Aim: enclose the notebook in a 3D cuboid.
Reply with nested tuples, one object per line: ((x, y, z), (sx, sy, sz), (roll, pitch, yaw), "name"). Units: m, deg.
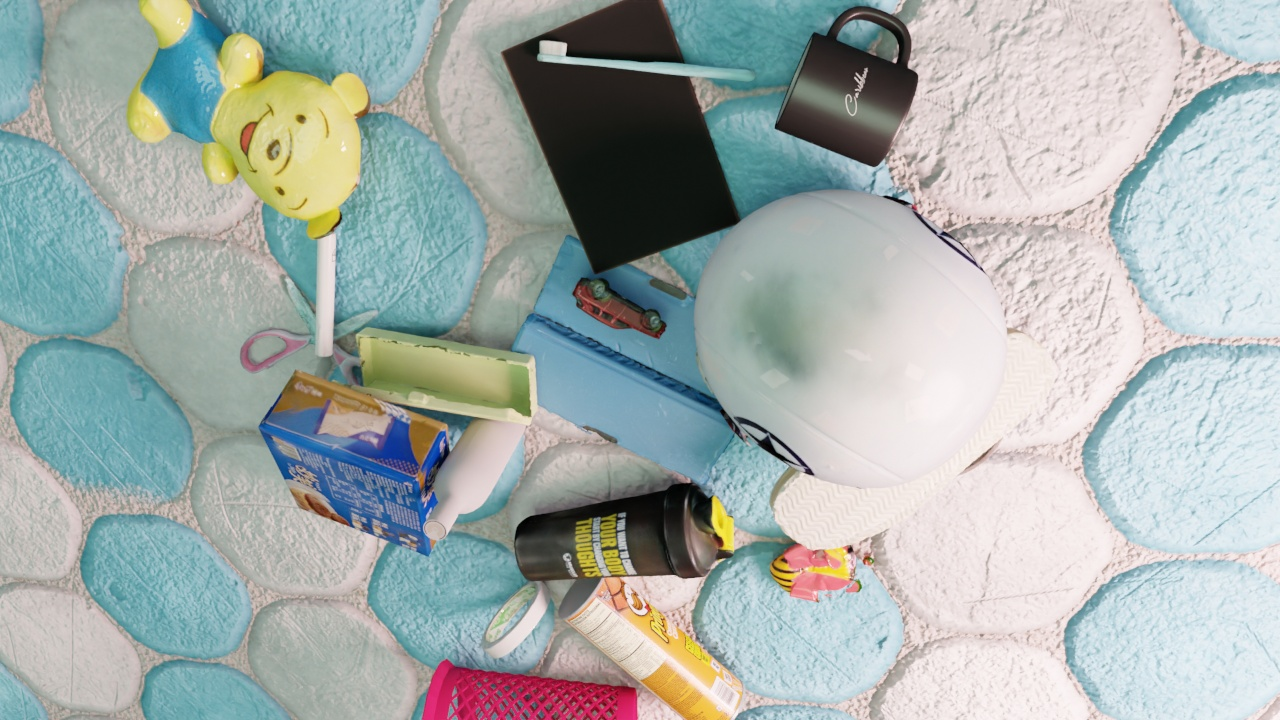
((-0.014, -0.192, 0.795), (0.141, 0.008, 0.209), (-18, 111, 12), "notebook")

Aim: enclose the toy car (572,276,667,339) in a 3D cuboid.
((-0.018, -0.047, 0.832), (0.091, 0.042, 0.036), (25, 96, -1), "toy car")

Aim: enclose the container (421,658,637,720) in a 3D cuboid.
((-0.118, 0.439, 1.047), (0.226, 0.183, 0.183), (0, 116, 2), "container")

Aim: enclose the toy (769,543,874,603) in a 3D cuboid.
((0.182, 0.213, 0.945), (0.104, 0.046, 0.084), (-28, 121, 26), "toy")

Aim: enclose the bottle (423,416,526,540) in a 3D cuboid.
((-0.159, 0.103, 0.867), (0.052, 0.194, 0.052), (4, 116, 8), "bottle")

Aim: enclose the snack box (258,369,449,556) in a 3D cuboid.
((-0.271, 0.108, 0.908), (0.155, 0.069, 0.203), (19, 149, 2), "snack box")

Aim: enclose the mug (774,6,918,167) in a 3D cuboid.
((0.168, -0.221, 0.723), (0.088, 0.078, 0.113), (21, 92, 0), "mug")

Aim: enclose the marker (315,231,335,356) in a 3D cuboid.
((-0.311, -0.067, 0.905), (0.017, 0.020, 0.134), (7, 111, -4), "marker")

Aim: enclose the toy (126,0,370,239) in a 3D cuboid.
((-0.339, -0.216, 0.811), (0.214, 0.083, 0.149), (28, 119, -6), "toy")

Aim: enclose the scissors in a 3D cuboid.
((-0.332, -0.006, 0.951), (0.171, 0.013, 0.172), (-24, 107, 16), "scissors")

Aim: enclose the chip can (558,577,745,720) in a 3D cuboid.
((0.014, 0.318, 1.007), (0.215, 0.075, 0.075), (43, 115, -11), "chip can")

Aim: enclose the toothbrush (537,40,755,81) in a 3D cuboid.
((0.005, -0.245, 0.755), (0.180, 0.016, 0.016), (8, 105, 2), "toothbrush")

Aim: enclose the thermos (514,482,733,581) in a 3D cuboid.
((-0.016, 0.182, 0.942), (0.221, 0.098, 0.098), (-11, 113, 19), "thermos")

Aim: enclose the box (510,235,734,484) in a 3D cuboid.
((-0.006, 0.006, 0.879), (0.231, 0.047, 0.177), (25, 116, -1), "box")

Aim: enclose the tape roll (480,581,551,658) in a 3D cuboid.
((-0.137, 0.283, 1.008), (0.094, 0.093, 0.018), (-40, 104, 24), "tape roll")

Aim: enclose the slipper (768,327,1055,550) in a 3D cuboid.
((0.234, 0.068, 0.807), (0.273, 0.054, 0.114), (-37, 106, 15), "slipper")

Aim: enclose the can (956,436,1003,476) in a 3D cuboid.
((0.266, 0.044, 0.844), (0.130, 0.044, 0.130), (4, 116, 9), "can")

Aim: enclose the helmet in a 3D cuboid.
((0.149, -0.028, 0.719), (0.264, 0.163, 0.237), (43, 97, 21), "helmet")

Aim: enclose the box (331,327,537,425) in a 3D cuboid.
((-0.194, 0.024, 0.891), (0.188, 0.090, 0.077), (7, 143, 13), "box")
